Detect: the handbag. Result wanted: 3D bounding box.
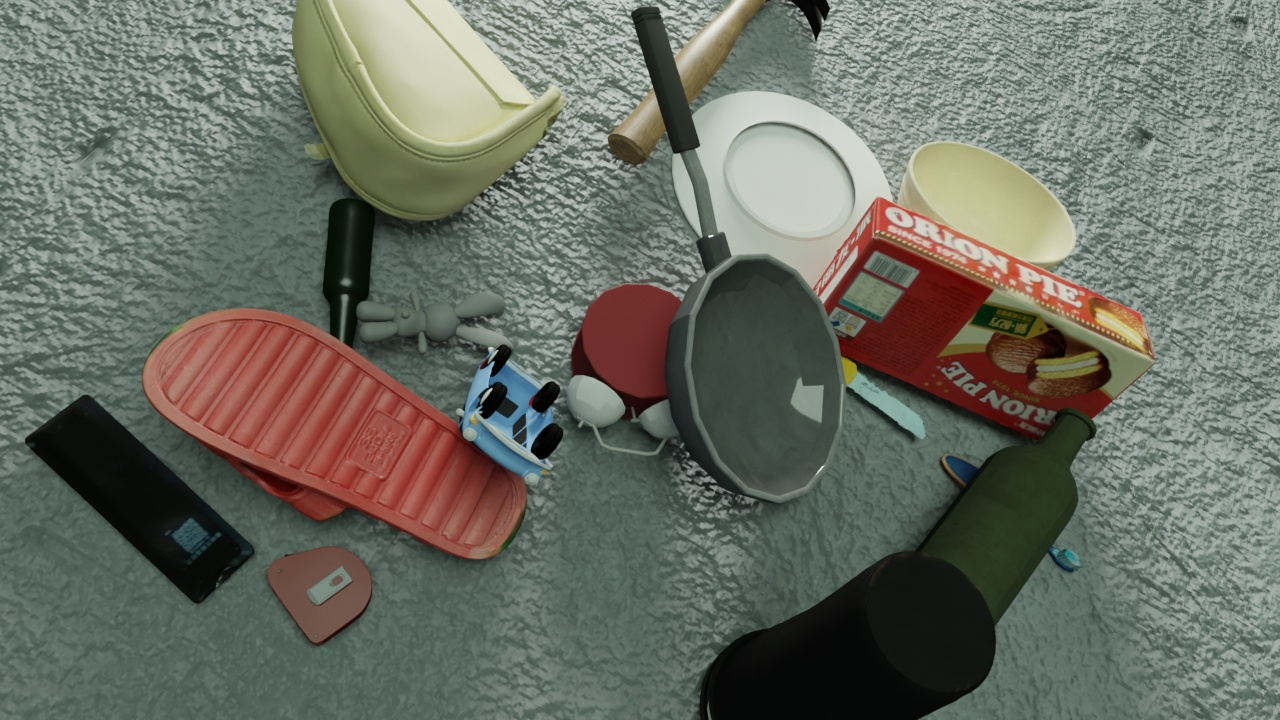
[{"bbox_3d":[-0.176,-0.221,0.703,0.190,0.089,0.233,-28,73,-42],"label":"handbag"}]

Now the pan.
[{"bbox_3d":[0.053,-0.071,0.652,0.178,0.041,0.357,-24,100,-44],"label":"pan"}]

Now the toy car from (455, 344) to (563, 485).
[{"bbox_3d":[-0.087,0.036,0.592,0.056,0.153,0.055,38,99,-15],"label":"toy car"}]

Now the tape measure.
[{"bbox_3d":[-0.197,0.139,0.572,0.051,0.019,0.059,-36,79,-26],"label":"tape measure"}]

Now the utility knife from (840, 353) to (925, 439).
[{"bbox_3d":[0.139,-0.006,0.735,0.218,0.019,0.030,35,67,7],"label":"utility knife"}]

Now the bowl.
[{"bbox_3d":[0.281,-0.110,0.783,0.150,0.076,0.150,11,47,-12],"label":"bowl"}]

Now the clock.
[{"bbox_3d":[-0.004,0.004,0.673,0.096,0.048,0.137,10,64,-11],"label":"clock"}]

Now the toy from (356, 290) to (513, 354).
[{"bbox_3d":[-0.144,-0.027,0.650,0.111,0.030,0.049,-1,66,-29],"label":"toy"}]

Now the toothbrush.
[{"bbox_3d":[0.293,0.119,0.722,0.135,0.017,0.021,41,64,5],"label":"toothbrush"}]

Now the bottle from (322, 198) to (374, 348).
[{"bbox_3d":[-0.209,-0.056,0.652,0.033,0.033,0.122,3,66,-15],"label":"bottle"}]

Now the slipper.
[{"bbox_3d":[-0.191,0.053,0.593,0.248,0.059,0.103,31,59,-18],"label":"slipper"}]

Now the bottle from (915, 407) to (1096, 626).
[{"bbox_3d":[0.269,0.115,0.674,0.071,0.072,0.206,43,69,6],"label":"bottle"}]

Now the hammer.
[{"bbox_3d":[0.067,-0.279,0.828,0.132,0.040,0.304,31,61,6],"label":"hammer"}]

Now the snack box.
[{"bbox_3d":[0.260,-0.026,0.720,0.236,0.113,0.060,23,44,-4],"label":"snack box"}]

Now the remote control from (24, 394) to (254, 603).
[{"bbox_3d":[-0.309,0.082,0.565,0.150,0.022,0.047,40,62,4],"label":"remote control"}]

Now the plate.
[{"bbox_3d":[0.129,-0.156,0.803,0.208,0.015,0.208,6,65,-13],"label":"plate"}]

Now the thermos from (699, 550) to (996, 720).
[{"bbox_3d":[0.114,0.184,0.532,0.105,0.219,0.105,8,56,-12],"label":"thermos"}]
